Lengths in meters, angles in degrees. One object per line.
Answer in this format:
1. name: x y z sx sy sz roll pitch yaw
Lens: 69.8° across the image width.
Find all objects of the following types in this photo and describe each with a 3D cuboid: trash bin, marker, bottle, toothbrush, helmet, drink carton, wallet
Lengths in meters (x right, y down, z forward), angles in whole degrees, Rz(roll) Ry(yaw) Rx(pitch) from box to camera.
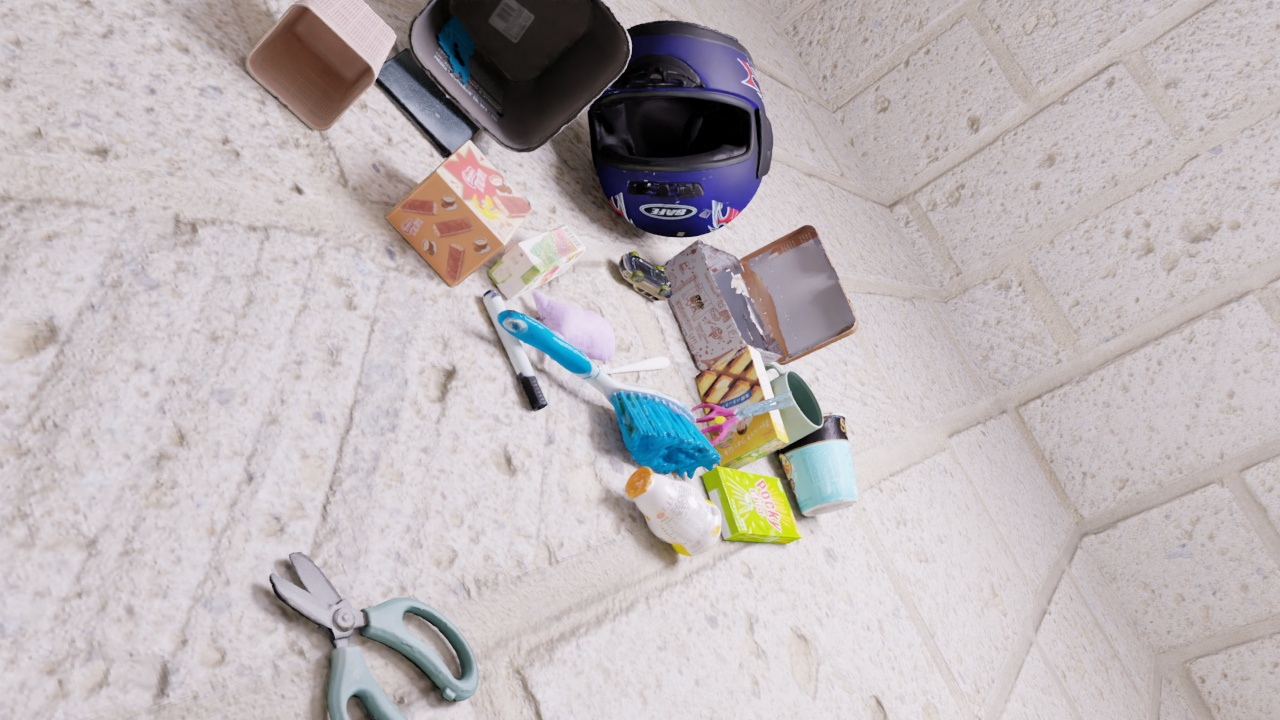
1. trash bin: -0.143 -0.393 1.083 0.199 0.199 0.219 44 16 -27
2. marker: -0.124 -0.011 0.899 0.022 0.018 0.130 67 -3 -78
3. bottle: 0.032 0.151 0.933 0.108 0.063 0.063 42 31 -27
4. toothbrush: -0.006 0.006 1.075 0.179 0.016 0.016 -8 70 -61
5. helmet: 0.049 -0.285 1.215 0.315 0.247 0.240 -13 104 -79
6. drink carton: -0.111 -0.109 0.988 0.045 0.054 0.122 52 27 -1
7. wallet: -0.235 -0.286 1.014 0.121 0.019 0.097 46 30 -17

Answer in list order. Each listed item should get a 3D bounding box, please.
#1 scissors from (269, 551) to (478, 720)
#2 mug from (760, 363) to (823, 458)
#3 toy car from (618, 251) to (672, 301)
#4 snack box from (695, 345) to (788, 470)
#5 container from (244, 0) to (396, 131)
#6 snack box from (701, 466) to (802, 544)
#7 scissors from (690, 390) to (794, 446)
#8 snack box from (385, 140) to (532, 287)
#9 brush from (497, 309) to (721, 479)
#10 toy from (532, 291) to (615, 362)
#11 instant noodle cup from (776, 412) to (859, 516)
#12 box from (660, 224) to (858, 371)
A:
1. scissors: -0.172 0.186 0.614 0.179 0.019 0.161 56 28 2
2. mug: 0.167 0.062 1.200 0.082 0.107 0.111 19 46 -49
3. toy car: 0.005 -0.108 1.194 0.090 0.035 0.042 28 38 -43
4. snack box: 0.126 0.060 1.158 0.033 0.087 0.140 26 40 -47
5. container: -0.289 -0.289 0.851 0.090 0.090 0.110 42 28 -26
6. snack box: 0.138 0.178 1.118 0.156 0.026 0.085 18 47 -51
7. scissors: 0.121 0.059 1.117 0.017 0.137 0.072 65 1 -46
8. snack box: -0.174 -0.144 0.893 0.094 0.077 0.092 48 29 -17
9. brush: -0.026 0.041 0.958 0.314 0.061 0.109 27 34 -49
10. toy: -0.066 -0.029 0.991 0.108 0.039 0.083 16 50 -47
11. instant noodle cup: 0.243 0.145 1.251 0.111 0.111 0.120 16 55 -52
12. box: 0.159 -0.090 1.268 0.157 0.218 0.180 28 39 -62
